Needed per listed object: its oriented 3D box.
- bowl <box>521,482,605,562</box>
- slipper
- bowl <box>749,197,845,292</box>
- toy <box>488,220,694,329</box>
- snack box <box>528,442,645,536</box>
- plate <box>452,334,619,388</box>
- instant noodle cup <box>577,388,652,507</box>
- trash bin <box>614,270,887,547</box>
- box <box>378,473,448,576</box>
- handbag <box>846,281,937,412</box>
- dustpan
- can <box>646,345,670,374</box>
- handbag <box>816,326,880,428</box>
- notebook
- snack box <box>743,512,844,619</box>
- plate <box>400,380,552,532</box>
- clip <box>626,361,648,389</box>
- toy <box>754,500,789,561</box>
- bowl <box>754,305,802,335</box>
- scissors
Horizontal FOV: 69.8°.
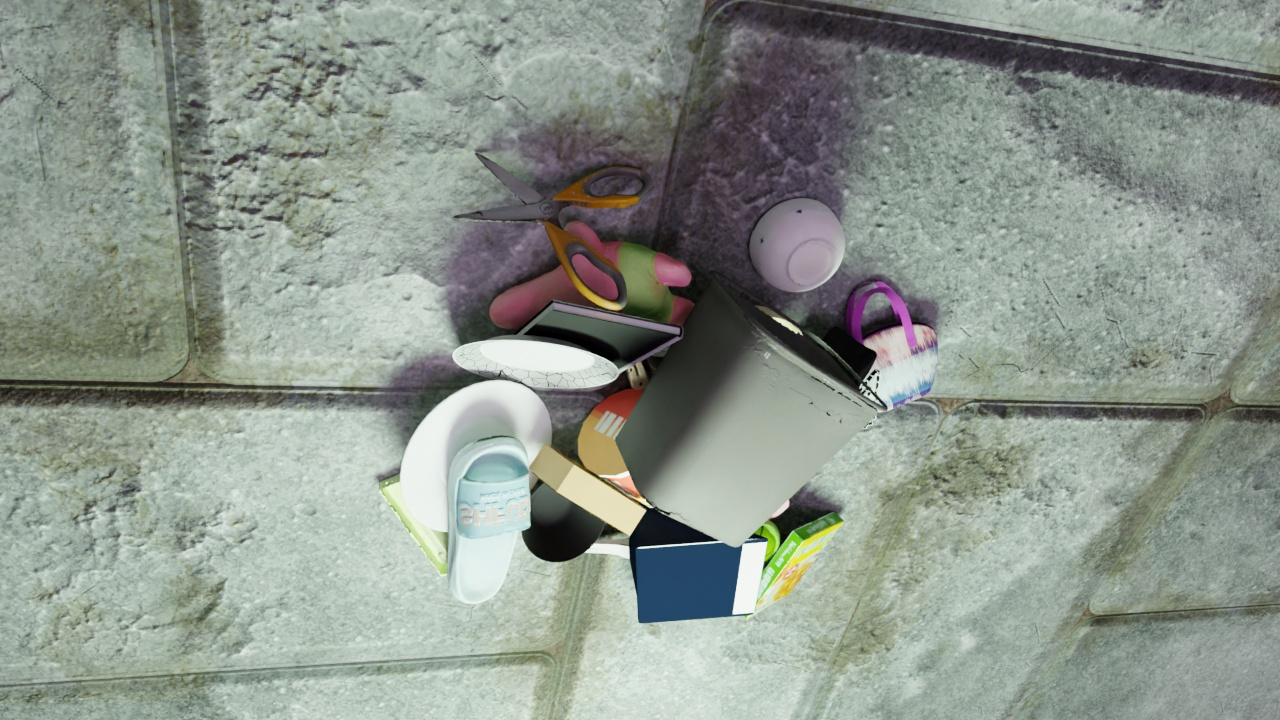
[{"bbox_3d":[-0.111,0.202,1.225,0.123,0.052,0.124,-8,106,-28],"label":"bowl"},{"bbox_3d":[-0.182,0.203,1.133,0.103,0.074,0.246,-8,119,-39],"label":"slipper"},{"bbox_3d":[0.190,-0.128,1.081,0.113,0.063,0.114,-8,125,-11],"label":"bowl"},{"bbox_3d":[-0.056,-0.073,1.039,0.237,0.096,0.192,-7,139,6],"label":"toy"},{"bbox_3d":[-0.067,0.162,1.155,0.125,0.088,0.040,37,83,-31],"label":"snack box"},{"bbox_3d":[-0.118,-0.001,1.049,0.188,0.016,0.189,4,164,1],"label":"plate"},{"bbox_3d":[0.004,0.120,1.175,0.123,0.123,0.121,-33,134,8],"label":"instant noodle cup"},{"bbox_3d":[0.104,0.060,0.999,0.197,0.197,0.220,30,105,-26],"label":"trash bin"},{"bbox_3d":[-0.274,0.226,1.204,0.083,0.091,0.188,-9,127,19],"label":"box"},{"bbox_3d":[0.315,-0.025,1.197,0.144,0.068,0.170,-22,121,1],"label":"handbag"},{"bbox_3d":[0.027,0.281,1.286,0.273,0.080,0.237,-4,141,-2],"label":"dustpan"},{"bbox_3d":[0.052,0.012,1.135,0.072,0.071,0.129,-22,128,0],"label":"can"},{"bbox_3d":[0.237,0.058,1.156,0.124,0.115,0.154,-41,164,-41],"label":"handbag"},{"bbox_3d":[-0.063,-0.019,1.033,0.149,0.016,0.207,11,163,-22],"label":"notebook"},{"bbox_3d":[0.227,0.308,1.384,0.131,0.027,0.168,-8,134,-51],"label":"snack box"},{"bbox_3d":[-0.201,0.118,1.134,0.208,0.015,0.209,-20,125,-32],"label":"plate"},{"bbox_3d":[-0.007,0.007,1.149,0.024,0.045,0.062,-16,109,-5],"label":"clip"},{"bbox_3d":[0.124,0.247,1.313,0.190,0.087,0.238,-13,138,13],"label":"toy"},{"bbox_3d":[0.134,-0.023,1.132,0.118,0.074,0.118,-8,126,-11],"label":"bowl"},{"bbox_3d":[-0.077,-0.141,0.952,0.225,0.224,0.016,-13,162,-22],"label":"scissors"}]
